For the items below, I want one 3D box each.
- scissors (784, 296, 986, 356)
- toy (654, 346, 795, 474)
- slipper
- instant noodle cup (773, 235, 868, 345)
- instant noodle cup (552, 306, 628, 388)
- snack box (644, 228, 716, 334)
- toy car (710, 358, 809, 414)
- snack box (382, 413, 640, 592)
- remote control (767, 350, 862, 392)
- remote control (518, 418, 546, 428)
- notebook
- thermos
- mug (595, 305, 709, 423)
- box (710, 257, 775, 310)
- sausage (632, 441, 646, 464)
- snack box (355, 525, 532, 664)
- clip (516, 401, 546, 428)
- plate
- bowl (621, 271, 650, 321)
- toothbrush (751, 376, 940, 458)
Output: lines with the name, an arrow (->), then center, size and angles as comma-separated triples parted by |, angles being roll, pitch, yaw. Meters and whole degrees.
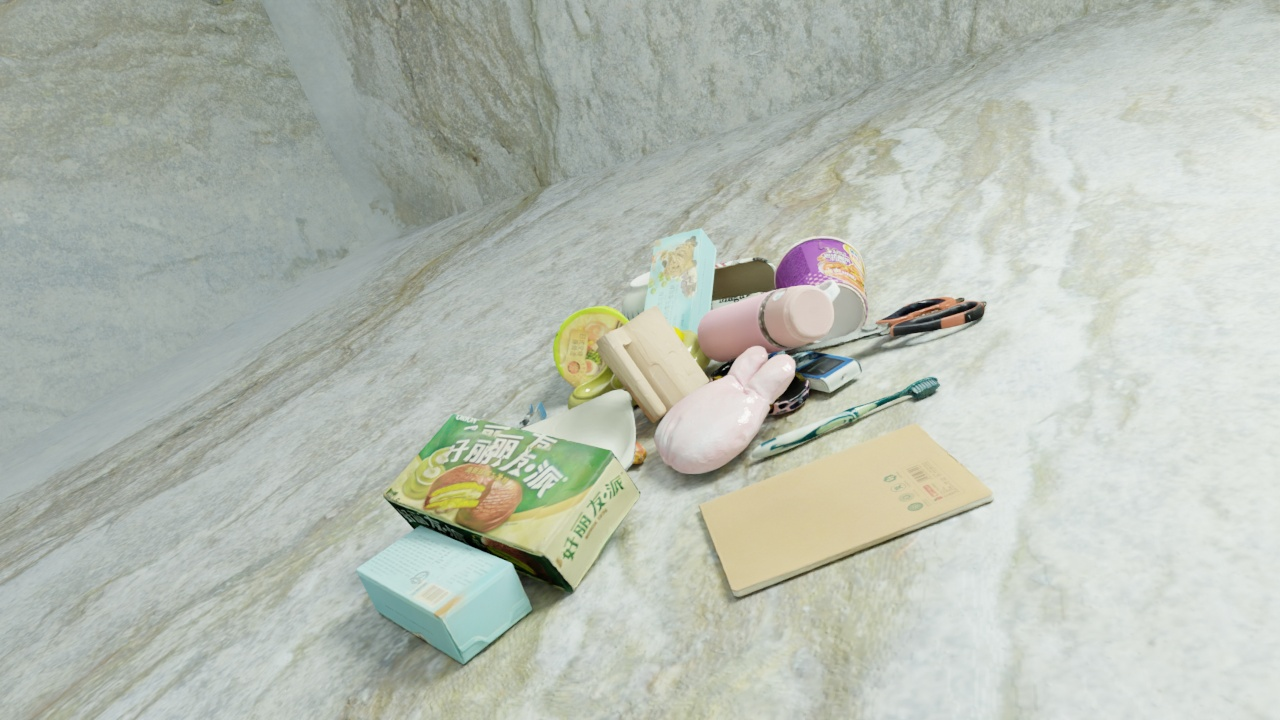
scissors -> 0.260, -0.038, 1.002 | 0.209, 0.015, 0.184 | -3, 21, 32
toy -> 0.084, 0.049, 0.904 | 0.159, 0.054, 0.121 | -43, 26, -10
slipper -> -0.007, 0.006, 1.106 | 0.190, 0.081, 0.091 | -25, 22, -2
instant noodle cup -> 0.215, -0.075, 1.063 | 0.112, 0.111, 0.099 | -17, 29, 12
instant noodle cup -> -0.055, -0.024, 1.211 | 0.112, 0.112, 0.123 | -20, 11, 4
snack box -> 0.052, -0.089, 1.221 | 0.074, 0.051, 0.174 | -11, 54, 29
toy car -> 0.126, 0.029, 0.972 | 0.056, 0.037, 0.122 | -36, 33, -24
snack box -> -0.125, 0.125, 0.856 | 0.240, 0.063, 0.114 | 8, 50, 43
remote control -> 0.177, 0.010, 0.985 | 0.049, 0.024, 0.125 | -30, 20, -23
remote control -> -0.118, 0.089, 1.056 | 0.136, 0.020, 0.055 | -19, 28, 28
notebook -> 0.157, 0.115, 0.747 | 0.207, 0.008, 0.147 | -21, 19, 0
thermos -> 0.140, -0.046, 1.006 | 0.087, 0.067, 0.199 | -43, 10, -22
mug -> 0.009, 0.008, 0.994 | 0.084, 0.103, 0.124 | -38, -3, 20
box -> 0.110, -0.082, 1.248 | 0.163, 0.076, 0.087 | -8, 36, 32
sausage -> -0.028, 0.084, 1.004 | 0.021, 0.021, 0.165 | -27, 19, -15
snack box -> -0.175, 0.199, 0.801 | 0.074, 0.052, 0.175 | -33, 23, -33
clip -> -0.136, 0.076, 1.140 | 0.038, 0.026, 0.058 | -6, 27, 18
plate -> -0.074, 0.106, 0.943 | 0.164, 0.034, 0.164 | -23, 28, 11
bowl -> 0.023, -0.094, 1.363 | 0.116, 0.066, 0.116 | -19, 19, 7
toothbrush -> 0.193, 0.055, 0.860 | 0.191, 0.016, 0.018 | -22, 30, -3
